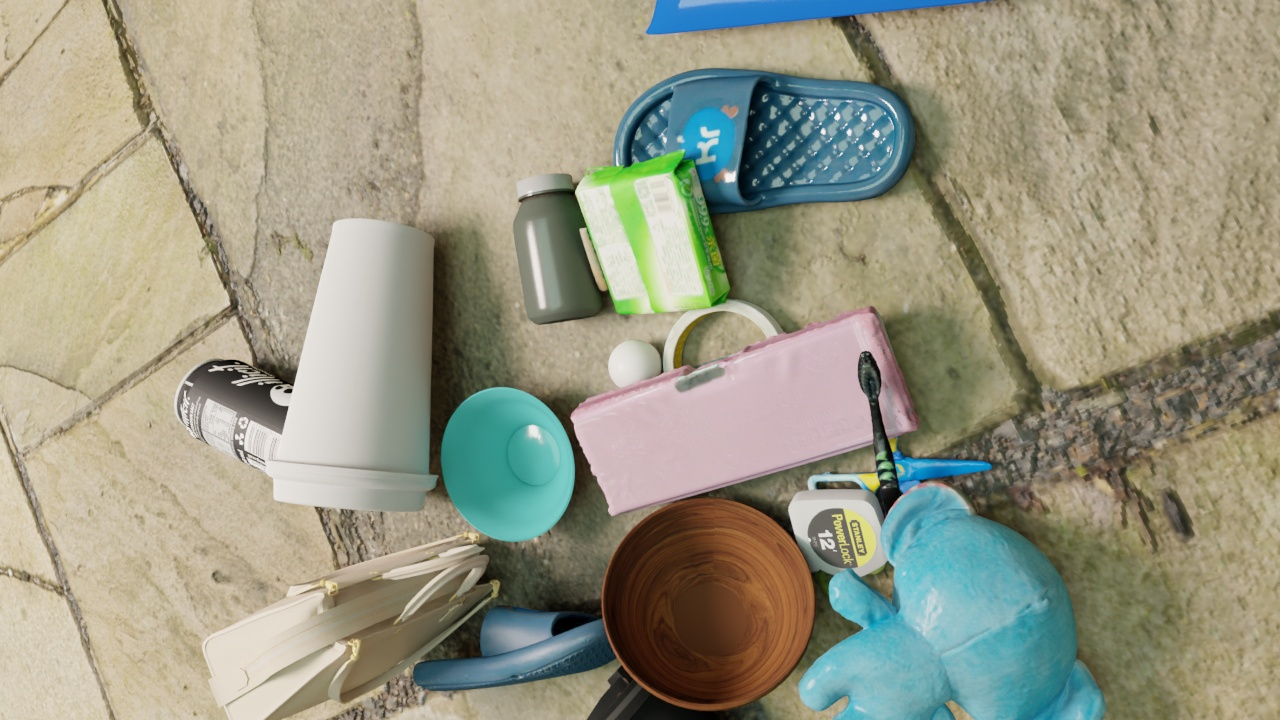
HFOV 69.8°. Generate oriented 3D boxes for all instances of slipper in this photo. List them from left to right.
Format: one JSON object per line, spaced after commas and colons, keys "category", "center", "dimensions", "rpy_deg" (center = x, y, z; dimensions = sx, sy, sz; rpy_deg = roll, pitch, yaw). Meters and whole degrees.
{"category": "slipper", "center": [-0.091, 0.225, 0.728], "dimensions": [0.214, 0.103, 0.059], "rpy_deg": [-23, 64, 31]}
{"category": "slipper", "center": [0.078, -0.154, 0.633], "dimensions": [0.214, 0.059, 0.104], "rpy_deg": [3, 94, 22]}

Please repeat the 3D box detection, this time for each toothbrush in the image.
{"category": "toothbrush", "center": [0.163, 0.080, 0.603], "dimensions": [0.014, 0.017, 0.188], "rpy_deg": [-10, 113, 15]}

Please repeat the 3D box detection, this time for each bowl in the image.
{"category": "bowl", "center": [-0.096, 0.079, 0.736], "dimensions": [0.121, 0.046, 0.121], "rpy_deg": [2, 96, 24]}
{"category": "bowl", "center": [0.049, 0.180, 0.659], "dimensions": [0.147, 0.069, 0.147], "rpy_deg": [-3, 59, 5]}

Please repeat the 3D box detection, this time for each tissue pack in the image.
{"category": "tissue pack", "center": [0.007, -0.086, 0.656], "dimensions": [0.100, 0.034, 0.114], "rpy_deg": [0, 118, 39]}

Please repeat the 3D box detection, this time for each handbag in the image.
{"category": "handbag", "center": [-0.199, 0.192, 0.709], "dimensions": [0.198, 0.194, 0.101], "rpy_deg": [-33, 77, 26]}

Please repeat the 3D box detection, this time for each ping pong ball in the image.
{"category": "ping pong ball", "center": [-0.004, 0.004, 0.692], "dimensions": [0.040, 0.040, 0.040], "rpy_deg": [2, 95, 24]}

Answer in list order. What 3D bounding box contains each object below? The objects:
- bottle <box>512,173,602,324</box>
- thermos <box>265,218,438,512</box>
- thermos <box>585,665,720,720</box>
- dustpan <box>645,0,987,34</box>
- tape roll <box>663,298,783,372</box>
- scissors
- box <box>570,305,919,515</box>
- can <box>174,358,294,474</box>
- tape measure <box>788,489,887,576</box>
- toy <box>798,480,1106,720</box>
{"category": "bottle", "center": [-0.065, -0.084, 0.700], "dimensions": [0.060, 0.060, 0.108], "rpy_deg": [-8, 91, 24]}
{"category": "thermos", "center": [-0.220, 0.005, 0.737], "dimensions": [0.132, 0.131, 0.221], "rpy_deg": [2, 82, 24]}
{"category": "thermos", "center": [0.049, 0.316, 0.668], "dimensions": [0.218, 0.105, 0.106], "rpy_deg": [42, 109, 10]}
{"category": "dustpan", "center": [0.118, -0.356, 0.596], "dimensions": [0.246, 0.059, 0.258], "rpy_deg": [3, 106, 24]}
{"category": "tape roll", "center": [0.063, 0.002, 0.674], "dimensions": [0.094, 0.019, 0.094], "rpy_deg": [2, 96, 24]}
{"category": "scissors", "center": [0.171, 0.079, 0.636], "dimensions": [0.125, 0.016, 0.125], "rpy_deg": [-44, 76, 24]}
{"category": "box", "center": [0.068, 0.040, 0.645], "dimensions": [0.233, 0.041, 0.098], "rpy_deg": [-21, 101, 21]}
{"category": "can", "center": [-0.337, 0.054, 0.822], "dimensions": [0.146, 0.080, 0.080], "rpy_deg": [21, 102, 21]}
{"category": "tape measure", "center": [0.139, 0.122, 0.643], "dimensions": [0.065, 0.016, 0.064], "rpy_deg": [-9, 106, 27]}
{"category": "toy", "center": [0.189, 0.183, 0.587], "dimensions": [0.180, 0.115, 0.183], "rpy_deg": [-33, 80, 1]}
